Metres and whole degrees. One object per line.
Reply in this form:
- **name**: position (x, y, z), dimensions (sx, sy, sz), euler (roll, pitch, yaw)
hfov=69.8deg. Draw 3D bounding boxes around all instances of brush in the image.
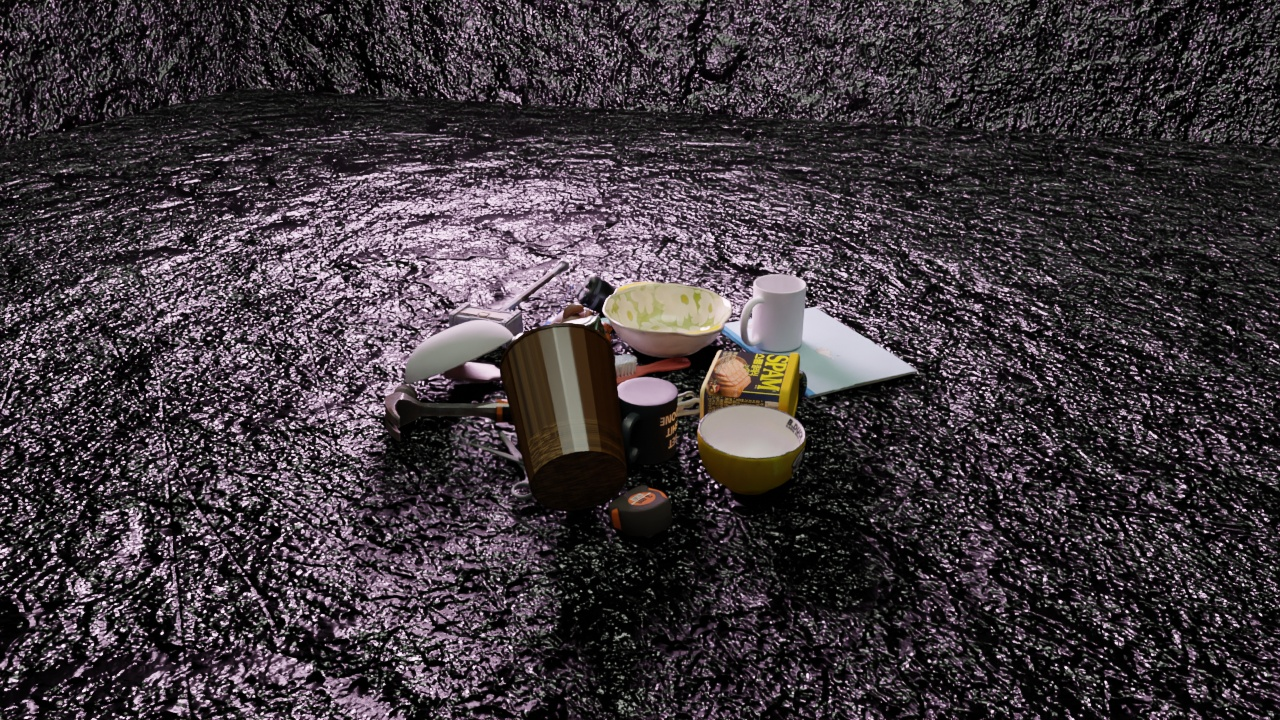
- **brush**: position (-0.195, 0.023, 1.239), dimensions (0.135, 0.015, 0.049), euler (7, 24, -1)
- **brush**: position (-0.007, 0.007, 1.253), dimensions (0.172, 0.030, 0.041), euler (-12, 28, -25)

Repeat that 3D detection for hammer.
- **hammer**: position (-0.151, 0.064, 1.109), dimensions (0.314, 0.035, 0.137), euler (1, 14, -4)
- **hammer**: position (-0.183, -0.106, 1.469), dimensions (0.098, 0.044, 0.321), euler (9, 27, 17)

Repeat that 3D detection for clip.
- **clip**: position (0.041, 0.059, 1.155), dimensions (0.075, 0.023, 0.042), euler (-12, 30, -20)

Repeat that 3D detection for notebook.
- **notebook**: position (0.249, -0.018, 1.335), dimensions (0.180, 0.009, 0.253), euler (-11, 28, -21)

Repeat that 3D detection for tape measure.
- **tape measure**: position (0.004, 0.157, 0.934), dimensions (0.059, 0.038, 0.058), euler (5, 22, 41)

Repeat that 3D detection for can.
- **can**: position (0.136, 0.043, 1.132), dimensions (0.104, 0.075, 0.135), euler (5, 26, 14)

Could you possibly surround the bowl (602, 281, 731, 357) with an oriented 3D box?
- **bowl**: position (0.039, -0.053, 1.347), dimensions (0.188, 0.060, 0.219), euler (-14, 28, -27)

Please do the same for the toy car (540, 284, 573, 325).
- **toy car**: position (-0.125, -0.070, 1.374), dimensions (0.033, 0.062, 0.091), euler (13, 28, 24)

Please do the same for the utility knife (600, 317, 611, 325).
- **utility knife**: position (-0.009, -0.066, 1.431), dimensions (0.165, 0.015, 0.022), euler (-11, 26, -30)

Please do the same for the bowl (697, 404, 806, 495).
- **bowl**: position (0.120, 0.105, 1.006), dimensions (0.117, 0.068, 0.117), euler (0, 25, 0)

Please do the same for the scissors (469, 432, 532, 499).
- **scissors**: position (-0.117, 0.116, 1.040), dimensions (0.158, 0.014, 0.141), euler (-1, 26, -9)

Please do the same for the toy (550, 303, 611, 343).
- **toy**: position (-0.093, -0.027, 1.320), dimensions (0.090, 0.071, 0.102), euler (28, 59, 18)

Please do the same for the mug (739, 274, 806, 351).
- **mug**: position (0.184, -0.063, 1.310), dimensions (0.110, 0.091, 0.074), euler (-20, 32, -34)

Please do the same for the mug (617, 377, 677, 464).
- **mug**: position (0.001, 0.076, 1.051), dimensions (0.071, 0.077, 0.104), euler (11, 27, 20)

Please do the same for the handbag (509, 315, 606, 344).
- **handbag**: position (-0.108, -0.007, 1.191), dimensions (0.122, 0.067, 0.106), euler (-13, 33, 9)

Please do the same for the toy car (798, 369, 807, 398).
- **toy car**: position (0.179, 0.023, 1.213), dimensions (0.090, 0.039, 0.027), euler (15, 27, 27)

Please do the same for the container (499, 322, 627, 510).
- **container**: position (-0.079, 0.064, 0.989), dimensions (0.132, 0.132, 0.167), euler (-5, 46, -11)

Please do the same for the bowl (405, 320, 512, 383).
- **bowl**: position (-0.243, -0.020, 1.193), dimensions (0.149, 0.043, 0.149), euler (-22, 10, 4)

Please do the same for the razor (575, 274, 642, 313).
- **razor**: position (-0.032, -0.110, 1.459), dimensions (0.140, 0.064, 0.053), euler (-7, 28, -14)
